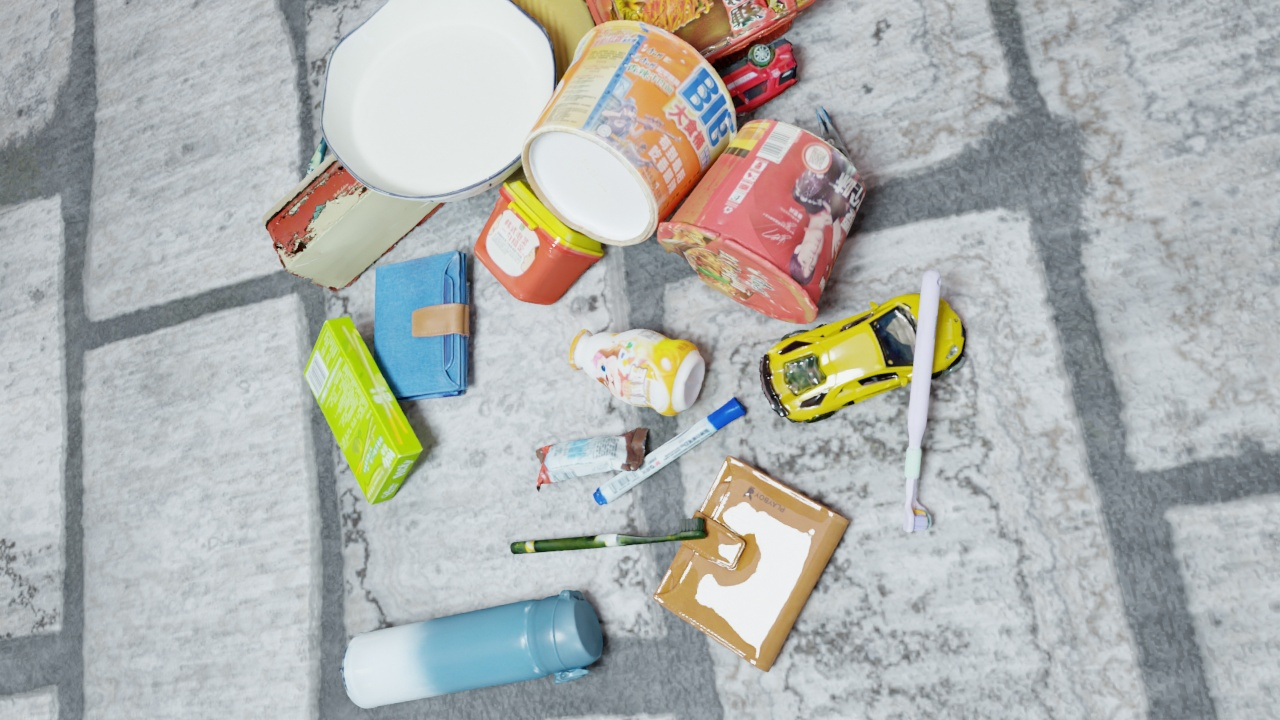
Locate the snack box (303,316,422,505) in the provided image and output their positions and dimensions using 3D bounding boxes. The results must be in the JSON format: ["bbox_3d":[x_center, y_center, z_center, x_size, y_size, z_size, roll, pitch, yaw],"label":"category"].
[{"bbox_3d":[-0.258,0.045,0.843,0.156,0.026,0.086,56,132,21],"label":"snack box"}]

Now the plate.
[{"bbox_3d":[-0.170,-0.225,0.790,0.205,0.045,0.204,-1,73,4],"label":"plate"}]

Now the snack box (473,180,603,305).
[{"bbox_3d":[-0.093,-0.100,0.798,0.091,0.082,0.080,46,108,23],"label":"snack box"}]

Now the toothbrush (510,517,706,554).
[{"bbox_3d":[-0.030,0.144,0.747,0.186,0.012,0.017,-11,64,29],"label":"toothbrush"}]

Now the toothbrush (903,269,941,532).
[{"bbox_3d":[0.204,0.029,0.661,0.021,0.029,0.189,6,96,39],"label":"toothbrush"}]

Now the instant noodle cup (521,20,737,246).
[{"bbox_3d":[-0.015,-0.170,0.723,0.151,0.151,0.111,20,61,23],"label":"instant noodle cup"}]

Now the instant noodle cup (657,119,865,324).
[{"bbox_3d":[0.099,-0.107,0.697,0.138,0.138,0.108,28,82,23],"label":"instant noodle cup"}]

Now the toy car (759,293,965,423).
[{"bbox_3d":[0.167,-0.004,0.697,0.156,0.041,0.071,-20,75,15],"label":"toy car"}]

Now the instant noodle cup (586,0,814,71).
[{"bbox_3d":[0.051,-0.316,0.779,0.189,0.079,0.164,-25,71,14],"label":"instant noodle cup"}]

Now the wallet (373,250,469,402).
[{"bbox_3d":[-0.203,-0.030,0.851,0.106,0.040,0.133,-7,79,24],"label":"wallet"}]

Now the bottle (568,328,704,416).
[{"bbox_3d":[-0.004,0.004,0.751,0.108,0.063,0.063,17,86,24],"label":"bottle"}]

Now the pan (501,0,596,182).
[{"bbox_3d":[-0.127,-0.344,0.874,0.198,0.078,0.357,-9,83,16],"label":"pan"}]

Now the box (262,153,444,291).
[{"bbox_3d":[-0.261,-0.141,0.863,0.168,0.091,0.078,-38,66,11],"label":"box"}]

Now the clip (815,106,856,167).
[{"bbox_3d":[0.154,-0.177,0.745,0.028,0.024,0.056,-19,80,21],"label":"clip"}]

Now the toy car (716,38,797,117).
[{"bbox_3d":[0.075,-0.225,0.767,0.121,0.053,0.045,-23,95,11],"label":"toy car"}]

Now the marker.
[{"bbox_3d":[0.022,0.076,0.752,0.146,0.017,0.017,-35,70,12],"label":"marker"}]

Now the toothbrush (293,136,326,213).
[{"bbox_3d":[-0.340,-0.194,0.944,0.016,0.018,0.191,16,86,23],"label":"toothbrush"}]

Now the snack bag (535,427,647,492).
[{"bbox_3d":[-0.045,0.081,0.770,0.105,0.026,0.045,-13,40,20],"label":"snack bag"}]

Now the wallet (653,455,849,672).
[{"bbox_3d":[0.083,0.154,0.707,0.108,0.031,0.132,29,89,22],"label":"wallet"}]

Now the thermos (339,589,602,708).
[{"bbox_3d":[-0.139,0.241,0.758,0.221,0.070,0.070,-15,75,18],"label":"thermos"}]
